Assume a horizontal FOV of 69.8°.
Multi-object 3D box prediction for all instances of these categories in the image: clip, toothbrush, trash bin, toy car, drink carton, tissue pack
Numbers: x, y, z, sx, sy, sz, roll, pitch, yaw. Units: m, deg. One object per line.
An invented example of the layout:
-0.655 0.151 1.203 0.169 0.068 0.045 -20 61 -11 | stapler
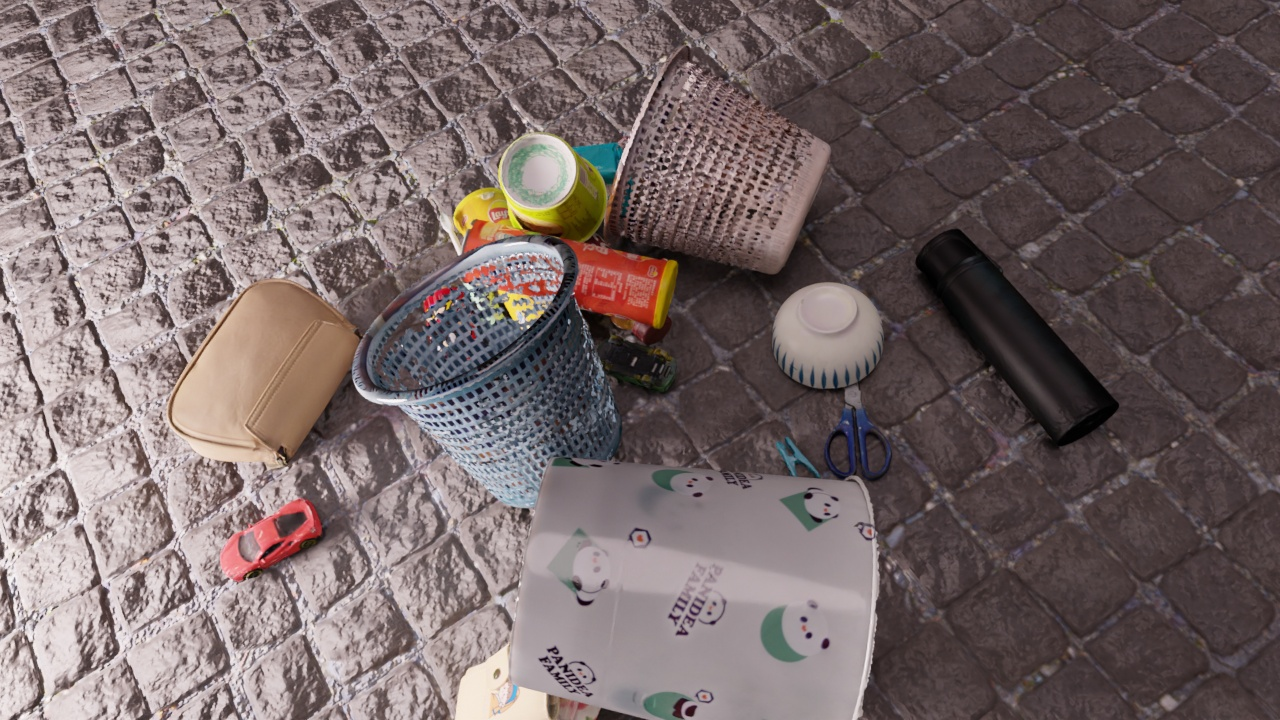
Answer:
0.155 0.101 0.917 0.039 0.014 0.056 -28 61 -9 | clip
-0.176 -0.071 1.018 0.026 0.027 0.224 -27 75 -2 | toothbrush
0.036 0.186 0.738 0.252 0.230 0.229 9 62 0 | trash bin
-0.377 0.183 0.932 0.106 0.031 0.049 -30 61 -7 | toy car
-0.006 0.006 0.977 0.091 0.036 0.043 20 67 16 | toy car
-0.059 0.295 0.813 0.053 0.046 0.122 24 67 -3 | drink carton
0.090 -0.196 0.989 0.192 0.228 0.227 23 66 5 | trash bin
-0.077 -0.206 1.070 0.133 0.093 0.050 -4 65 4 | tissue pack
-0.122 0.025 0.869 0.227 0.195 0.226 -19 35 14 | trash bin

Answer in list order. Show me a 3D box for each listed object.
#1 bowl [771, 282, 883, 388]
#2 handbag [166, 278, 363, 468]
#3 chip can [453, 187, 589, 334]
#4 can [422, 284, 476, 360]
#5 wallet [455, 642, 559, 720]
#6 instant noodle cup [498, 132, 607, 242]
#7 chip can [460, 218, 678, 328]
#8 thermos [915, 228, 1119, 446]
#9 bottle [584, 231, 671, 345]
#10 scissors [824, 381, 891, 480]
0.193 -0.036 0.950 0.116 0.066 0.116 -6 57 9 | bowl
-0.399 0.018 0.990 0.148 0.100 0.204 22 66 10 | handbag
-0.136 -0.099 1.032 0.072 0.072 0.213 -29 63 -9 | chip can
-0.202 -0.015 1.004 0.053 0.053 0.132 -16 61 -2 | can
-0.119 0.292 0.809 0.115 0.024 0.087 -32 37 26 | wallet
-0.097 -0.181 0.956 0.112 0.123 0.111 0 86 5 | instant noodle cup
-0.074 -0.089 0.943 0.216 0.073 0.073 13 63 5 | chip can
0.384 -0.033 0.934 0.089 0.069 0.242 -13 58 -26 | thermos
-0.034 -0.087 1.019 0.057 0.057 0.175 -37 63 -13 | bottle
0.230 0.044 0.941 0.108 0.012 0.174 20 64 19 | scissors
